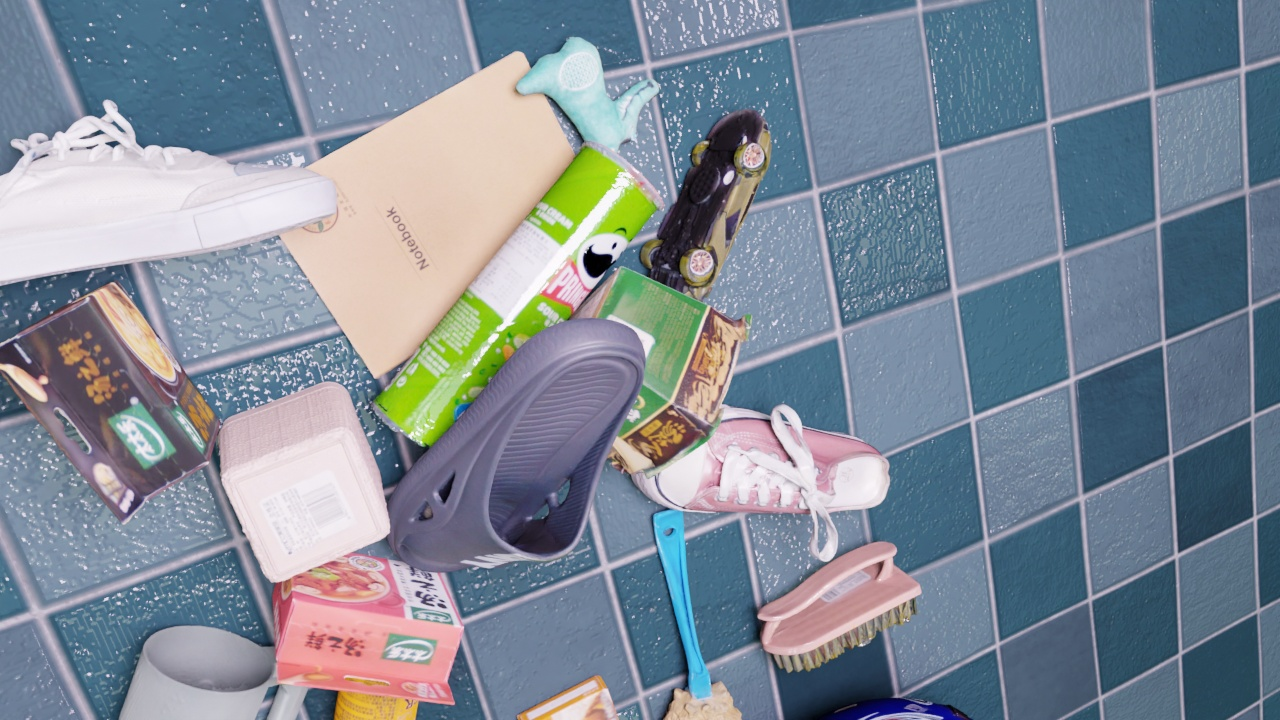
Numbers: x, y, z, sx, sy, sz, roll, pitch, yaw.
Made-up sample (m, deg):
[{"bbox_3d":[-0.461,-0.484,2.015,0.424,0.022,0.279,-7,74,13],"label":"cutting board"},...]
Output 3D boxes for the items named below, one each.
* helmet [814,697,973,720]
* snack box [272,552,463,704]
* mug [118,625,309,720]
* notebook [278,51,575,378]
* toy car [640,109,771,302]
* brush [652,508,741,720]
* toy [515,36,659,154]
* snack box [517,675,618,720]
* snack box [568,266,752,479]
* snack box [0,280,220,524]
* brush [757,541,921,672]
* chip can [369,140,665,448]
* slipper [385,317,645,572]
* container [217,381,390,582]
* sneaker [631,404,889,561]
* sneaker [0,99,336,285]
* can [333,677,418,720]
[{"bbox_3d":[0.226,0.406,0.769,0.315,0.248,0.240,-25,75,-13],"label":"helmet"},{"bbox_3d":[-0.184,0.173,0.618,0.113,0.127,0.044,17,94,-25],"label":"snack box"},{"bbox_3d":[-0.290,0.247,0.623,0.123,0.084,0.103,19,95,-49],"label":"mug"},{"bbox_3d":[-0.136,-0.102,0.645,0.207,0.008,0.148,-33,111,-13],"label":"notebook"},{"bbox_3d":[0.052,-0.113,0.685,0.042,0.070,0.158,24,92,-33],"label":"toy car"},{"bbox_3d":[0.041,0.245,0.776,0.083,0.046,0.255,-12,102,-15],"label":"brush"},{"bbox_3d":[-0.032,-0.188,0.660,0.096,0.030,0.092,-43,118,-17],"label":"toy"},{"bbox_3d":[-0.043,0.345,0.765,0.075,0.026,0.154,-22,108,-16],"label":"snack box"},{"bbox_3d":[-0.004,0.004,0.652,0.105,0.118,0.118,34,49,-15],"label":"snack box"},{"bbox_3d":[-0.304,0.018,0.537,0.053,0.126,0.113,-33,111,-13],"label":"snack box"},{"bbox_3d":[0.169,0.215,0.806,0.145,0.063,0.073,-22,112,-15],"label":"brush"},{"bbox_3d":[-0.084,-0.041,0.635,0.072,0.072,0.236,41,86,-24],"label":"chip can"},{"bbox_3d":[-0.081,0.083,0.594,0.110,0.083,0.269,7,137,-38],"label":"slipper"},{"bbox_3d":[-0.217,0.077,0.593,0.089,0.111,0.090,-21,108,-17],"label":"container"},{"bbox_3d":[0.113,0.092,0.742,0.240,0.088,0.118,8,98,-24],"label":"sneaker"},{"bbox_3d":[-0.307,-0.101,0.538,0.242,0.089,0.091,-12,101,-13],"label":"sneaker"},{"bbox_3d":[-0.195,0.269,0.670,0.058,0.058,0.146,8,98,-23],"label":"can"}]
